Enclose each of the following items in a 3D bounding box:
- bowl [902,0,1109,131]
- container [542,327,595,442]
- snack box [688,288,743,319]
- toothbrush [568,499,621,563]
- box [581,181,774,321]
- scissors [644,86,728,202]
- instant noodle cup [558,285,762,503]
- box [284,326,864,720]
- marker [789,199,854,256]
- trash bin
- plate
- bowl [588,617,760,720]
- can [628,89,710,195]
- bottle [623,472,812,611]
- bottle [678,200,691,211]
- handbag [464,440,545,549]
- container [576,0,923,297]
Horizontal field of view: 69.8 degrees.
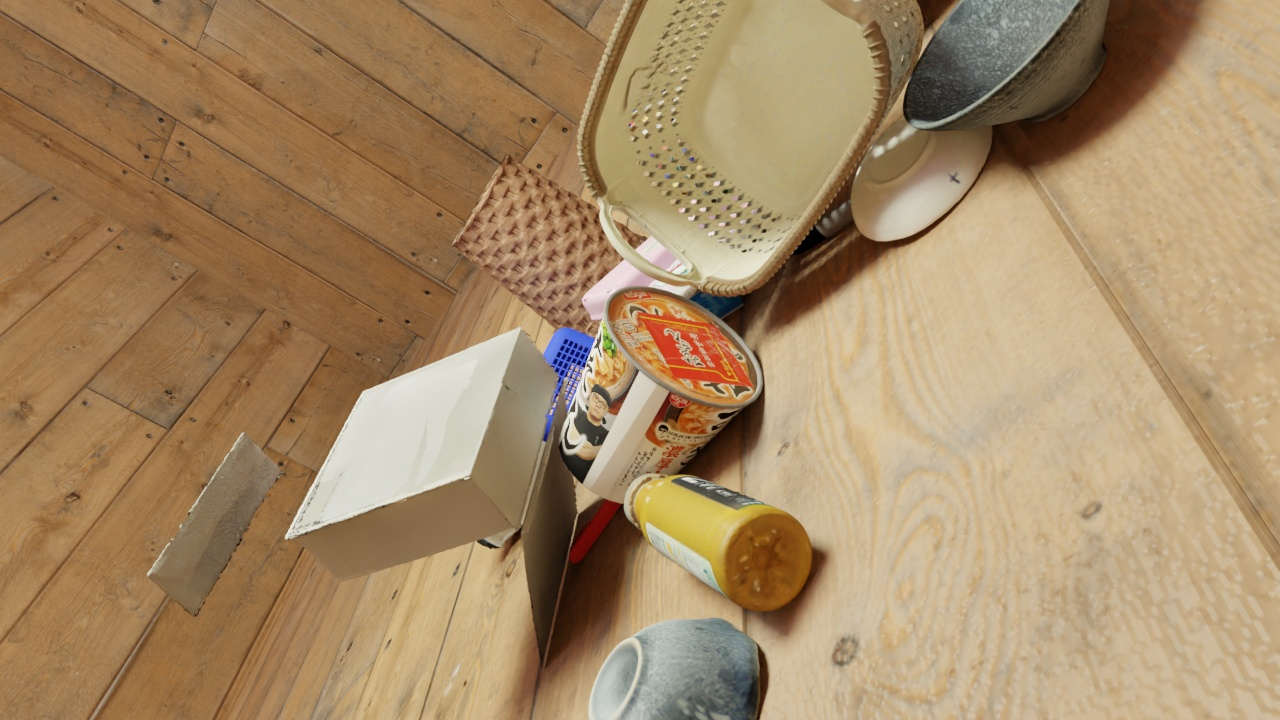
[{"bbox_3d":[0.216,-0.170,0.507,0.137,0.057,0.136,-50,18,23],"label":"bowl"},{"bbox_3d":[-0.075,0.028,0.916,0.096,0.058,0.114,87,-153,-73],"label":"container"},{"bbox_3d":[0.023,-0.045,0.814,0.087,0.034,0.151,-33,15,-9],"label":"snack box"},{"bbox_3d":[0.002,0.078,0.747,0.213,0.012,0.018,-55,17,8],"label":"toothbrush"},{"bbox_3d":[0.050,-0.105,0.789,0.200,0.038,0.153,-44,15,-22],"label":"box"},{"bbox_3d":[0.070,-0.210,0.835,0.015,0.202,0.202,81,-165,-53],"label":"scissors"},{"bbox_3d":[0.004,0.032,0.664,0.122,0.123,0.123,-58,14,31],"label":"instant noodle cup"},{"bbox_3d":[-0.036,0.148,0.730,0.174,0.422,0.167,-44,21,33],"label":"box"},{"bbox_3d":[0.149,-0.108,0.662,0.022,0.016,0.139,-51,11,-35],"label":"marker"},{"bbox_3d":[-0.097,-0.117,1.037,0.151,0.210,0.151,-51,17,22],"label":"trash bin"},{"bbox_3d":[0.170,-0.126,0.583,0.104,0.026,0.104,-40,31,30],"label":"plate"},{"bbox_3d":[0.009,0.177,0.474,0.111,0.055,0.110,-51,17,22],"label":"bowl"},{"bbox_3d":[0.044,-0.223,0.932,0.057,0.092,0.116,-35,-6,31],"label":"can"},{"bbox_3d":[0.035,0.098,0.545,0.053,0.053,0.186,-60,16,-8],"label":"bottle"},{"bbox_3d":[0.064,-0.153,0.941,0.109,0.044,0.044,-37,26,51],"label":"bottle"},{"bbox_3d":[-0.179,0.090,0.956,0.074,0.176,0.151,-44,20,34],"label":"handbag"},{"bbox_3d":[0.075,-0.176,0.626,0.142,0.184,0.247,-39,-12,-42],"label":"container"}]
